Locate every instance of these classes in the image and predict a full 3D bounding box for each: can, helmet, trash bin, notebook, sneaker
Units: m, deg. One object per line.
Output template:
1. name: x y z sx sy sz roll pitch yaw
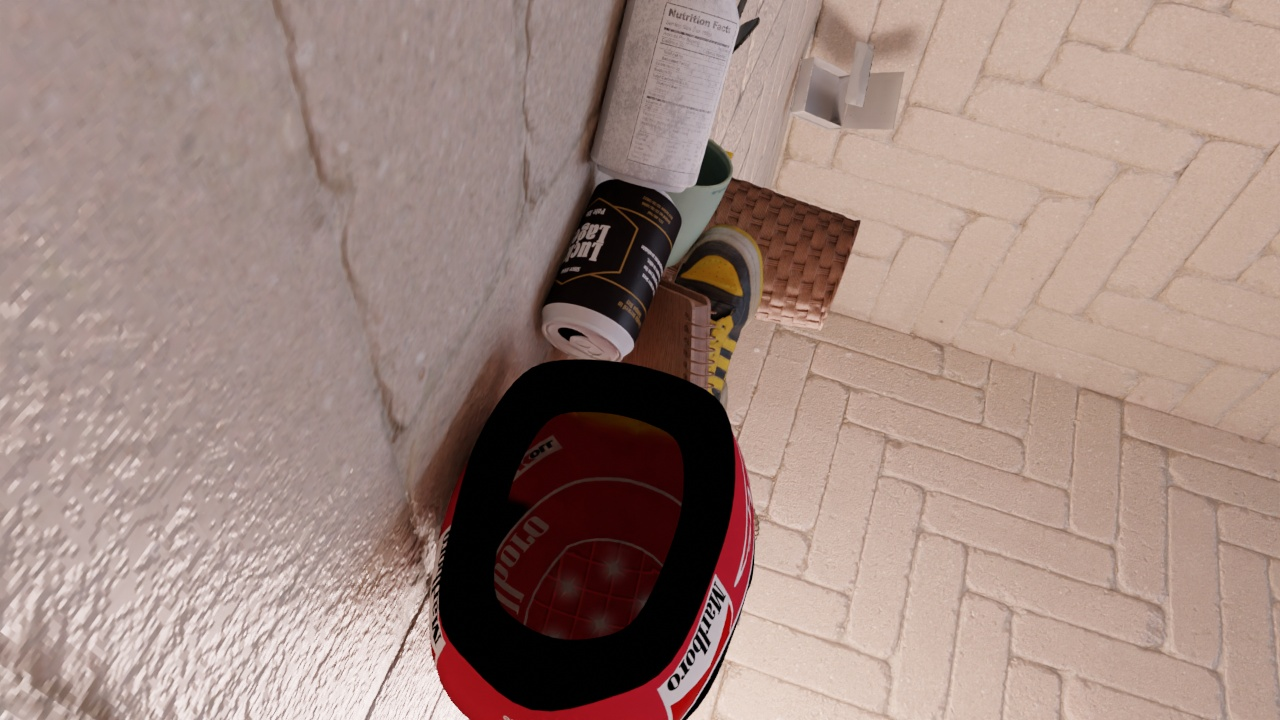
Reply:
1. can: 0.017 -0.192 0.635 0.078 0.078 0.136 -51 158 -70
2. helmet: -0.028 0.136 0.595 0.225 0.198 0.270 94 9 -49
3. can: -0.021 -0.067 0.677 0.072 0.072 0.128 90 19 -67
4. trash bin: 0.102 -0.110 0.946 0.151 0.210 0.151 20 88 -82
5. notebook: 0.009 0.035 0.756 0.169 0.022 0.211 31 -55 57
6. sneaker: 0.041 -0.001 0.843 0.121 0.086 0.239 -44 150 -49

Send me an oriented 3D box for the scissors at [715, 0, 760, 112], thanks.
1. scissors: 0.072 -0.272 0.849 0.225 0.016 0.226 -120 -134 -75

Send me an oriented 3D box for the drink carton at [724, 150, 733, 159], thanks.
1. drink carton: 0.061 -0.188 1.046 0.041 0.058 0.123 -59 165 -60

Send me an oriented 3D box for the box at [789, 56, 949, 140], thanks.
1. box: 0.640 -0.738 2.616 0.149 0.413 0.167 -14 115 -86

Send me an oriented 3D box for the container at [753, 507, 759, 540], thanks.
1. container: 0.017 0.259 1.211 0.195 0.227 0.227 -58 166 -35

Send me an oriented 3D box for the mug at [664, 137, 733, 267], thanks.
1. mug: 0.021 -0.150 0.808 0.104 0.084 0.111 114 -28 -47
